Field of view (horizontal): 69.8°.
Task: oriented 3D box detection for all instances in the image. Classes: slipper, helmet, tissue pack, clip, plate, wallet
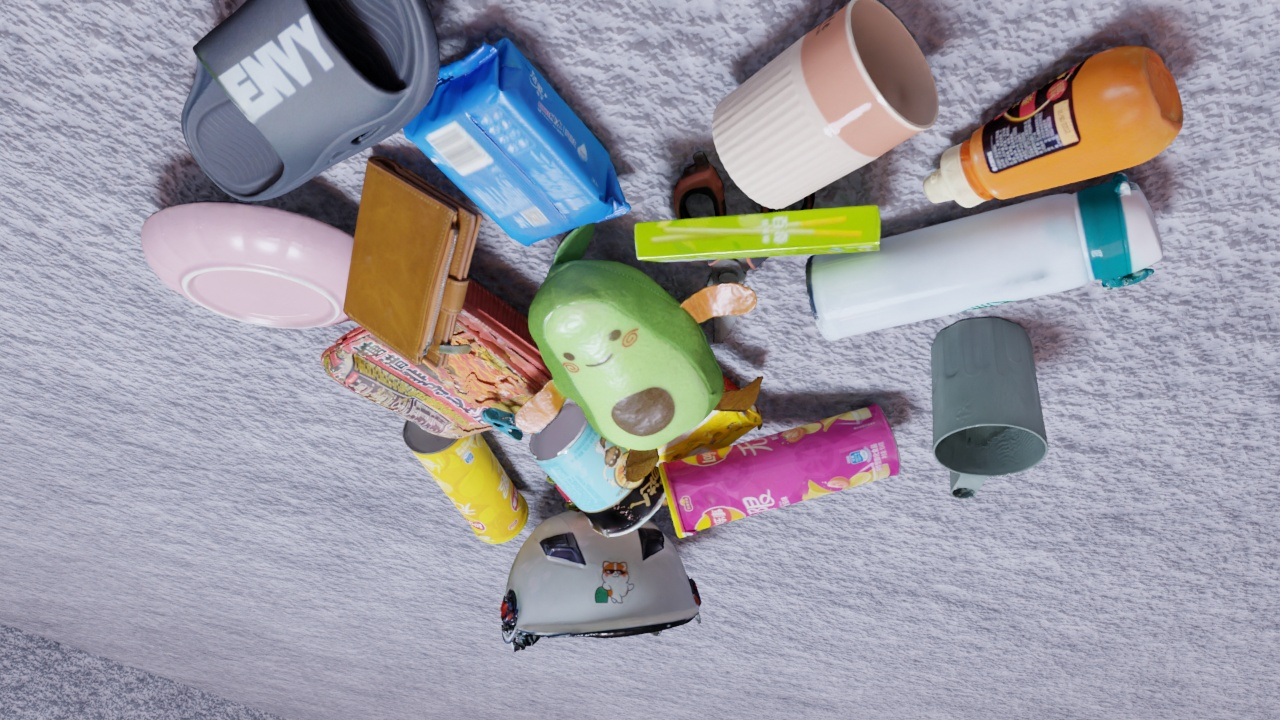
[{"bbox_3d":[-0.226,-0.160,0.573,0.269,0.083,0.111,-20,114,41],"label":"slipper"},{"bbox_3d":[-0.052,0.247,1.069,0.230,0.156,0.275,-3,162,-12],"label":"helmet"},{"bbox_3d":[-0.082,-0.142,0.617,0.095,0.052,0.157,-13,140,33],"label":"tissue pack"},{"bbox_3d":[-0.116,0.055,0.811,0.054,0.013,0.033,28,144,-36],"label":"clip"},{"bbox_3d":[-0.306,-0.066,0.751,0.192,0.039,0.193,2,160,1],"label":"plate"},{"bbox_3d":[-0.169,-0.067,0.678,0.119,0.035,0.131,31,120,19],"label":"wallet"}]

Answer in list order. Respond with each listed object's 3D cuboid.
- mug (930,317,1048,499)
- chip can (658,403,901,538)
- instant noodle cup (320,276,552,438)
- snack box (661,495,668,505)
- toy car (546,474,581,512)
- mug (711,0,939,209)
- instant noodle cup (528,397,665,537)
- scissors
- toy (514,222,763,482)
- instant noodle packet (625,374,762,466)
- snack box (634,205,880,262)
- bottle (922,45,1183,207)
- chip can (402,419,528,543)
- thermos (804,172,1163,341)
[{"bbox_3d":[0.275,0.041,0.751,0.084,0.103,0.124,6,147,4],"label":"mug"},{"bbox_3d":[0.126,0.100,0.845,0.210,0.071,0.071,-16,143,1],"label":"chip can"},{"bbox_3d":[-0.165,-0.007,0.807,0.189,0.079,0.164,-20,137,36],"label":"instant noodle cup"},{"bbox_3d":[0.032,0.131,1.009,0.154,0.026,0.075,-8,142,24],"label":"snack box"},{"bbox_3d":[-0.073,0.128,1.011,0.031,0.049,0.106,-1,143,17],"label":"toy car"},{"bbox_3d":[0.117,-0.147,0.549,0.114,0.081,0.106,-1,162,-44],"label":"mug"},{"bbox_3d":[-0.046,0.101,0.924,0.111,0.111,0.120,-18,131,34],"label":"instant noodle cup"},{"bbox_3d":[0.061,-0.081,0.706,0.202,0.015,0.206,-21,136,37],"label":"scissors"},{"bbox_3d":[-0.004,0.004,0.738,0.227,0.089,0.247,-32,130,13],"label":"toy"},{"bbox_3d":[0.037,0.056,0.867,0.110,0.044,0.129,38,122,-26],"label":"instant noodle packet"},{"bbox_3d":[0.081,-0.083,0.618,0.156,0.026,0.085,-1,-176,15],"label":"snack box"},{"bbox_3d":[0.239,-0.130,0.555,0.066,0.066,0.150,32,147,-30],"label":"bottle"},{"bbox_3d":[-0.188,0.126,1.017,0.072,0.071,0.213,-1,144,14],"label":"chip can"},{"bbox_3d":[0.233,-0.066,0.637,0.225,0.073,0.073,-12,140,28],"label":"thermos"}]
